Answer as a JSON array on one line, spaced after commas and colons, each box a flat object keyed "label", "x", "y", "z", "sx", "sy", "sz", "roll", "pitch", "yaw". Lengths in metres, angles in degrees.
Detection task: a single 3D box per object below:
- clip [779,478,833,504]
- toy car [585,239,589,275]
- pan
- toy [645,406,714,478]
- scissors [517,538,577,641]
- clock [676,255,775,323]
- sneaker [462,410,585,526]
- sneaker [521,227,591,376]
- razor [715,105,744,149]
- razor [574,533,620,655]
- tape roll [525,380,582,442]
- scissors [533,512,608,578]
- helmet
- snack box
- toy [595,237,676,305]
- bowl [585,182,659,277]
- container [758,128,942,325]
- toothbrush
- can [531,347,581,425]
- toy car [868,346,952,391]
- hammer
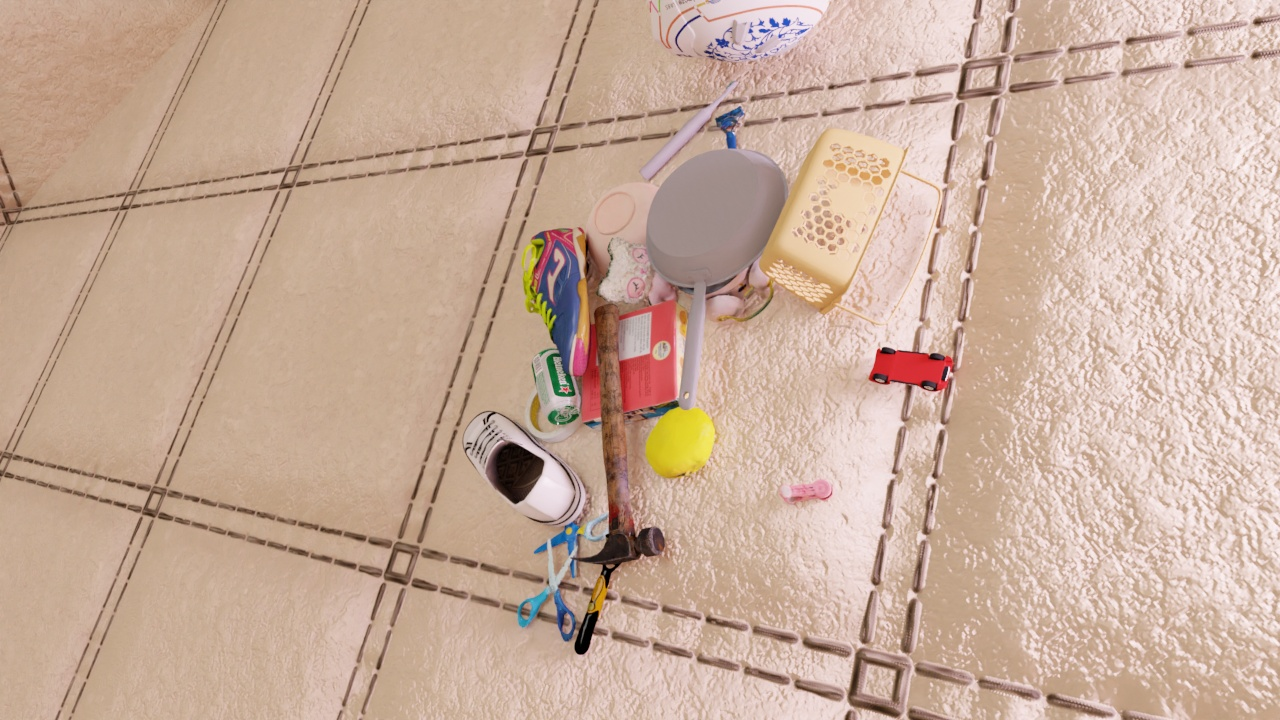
[{"label": "clip", "x": 0.177, "y": 0.141, "z": 0.997, "sx": 0.060, "sy": 0.045, "sz": 0.023, "roll": -23, "pitch": 58, "yaw": 41}, {"label": "toy car", "x": -0.093, "y": -0.139, "z": 1.325, "sx": 0.036, "sy": 0.042, "sz": 0.091, "roll": 17, "pitch": 77, "yaw": 16}, {"label": "pan", "x": 0.074, "y": -0.113, "z": 1.118, "sx": 0.201, "sy": 0.050, "sz": 0.355, "roll": -4, "pitch": 63, "yaw": 34}, {"label": "toy", "x": 0.047, "y": 0.098, "z": 1.106, "sx": 0.096, "sy": 0.041, "sz": 0.094, "roll": -27, "pitch": 49, "yaw": 22}, {"label": "scissors", "x": -0.101, "y": 0.287, "z": 1.128, "sx": 0.119, "sy": 0.014, "sz": 0.129, "roll": 33, "pitch": 93, "yaw": 39}, {"label": "clock", "x": 0.110, "y": -0.112, "z": 1.156, "sx": 0.117, "sy": 0.058, "sz": 0.158, "roll": -44, "pitch": 50, "yaw": 10}, {"label": "sneaker", "x": -0.179, "y": 0.132, "z": 1.206, "sx": 0.091, "sy": 0.097, "sz": 0.245, "roll": -54, "pitch": 44, "yaw": -1}, {"label": "sneaker", "x": -0.113, "y": -0.077, "z": 1.222, "sx": 0.091, "sy": 0.116, "sz": 0.241, "roll": -3, "pitch": 51, "yaw": -3}, {"label": "razor", "x": 0.129, "y": -0.293, "z": 1.261, "sx": 0.044, "sy": 0.018, "sz": 0.140, "roll": -21, "pitch": 57, "yaw": 25}, {"label": "razor", "x": -0.048, "y": 0.281, "z": 1.095, "sx": 0.044, "sy": 0.021, "sz": 0.144, "roll": 11, "pitch": 76, "yaw": 38}, {"label": "tape roll", "x": -0.115, "y": 0.065, "z": 1.251, "sx": 0.094, "sy": 0.019, "sz": 0.094, "roll": -16, "pitch": 59, "yaw": 28}, {"label": "scissors", "x": -0.084, "y": 0.215, "z": 1.160, "sx": 0.131, "sy": 0.013, "sz": 0.125, "roll": -24, "pitch": 54, "yaw": 27}, {"label": "helmet", "x": 0.150, "y": -0.526, "z": 1.225, "sx": 0.315, "sy": 0.230, "sz": 0.236, "roll": -10, "pitch": 94, "yaw": 36}, {"label": "snack box", "x": -0.007, "y": 0.007, "z": 1.190, "sx": 0.145, "sy": 0.040, "sz": 0.142, "roll": -15, "pitch": 60, "yaw": 28}, {"label": "toy", "x": 0.002, "y": -0.111, "z": 1.207, "sx": 0.041, "sy": 0.109, "sz": 0.095, "roll": 152, "pitch": 132, "yaw": -68}, {"label": "bowl", "x": -0.019, "y": -0.188, "z": 1.274, "sx": 0.153, "sy": 0.076, "sz": 0.152, "roll": -16, "pitch": 60, "yaw": 28}, {"label": "container", "x": 0.245, "y": -0.150, "z": 1.040, "sx": 0.167, "sy": 0.129, "sz": 0.183, "roll": 25, "pitch": 80, "yaw": 0}, {"label": "toothbrush", "x": 0.070, "y": -0.333, "z": 1.322, "sx": 0.188, "sy": 0.018, "sz": 0.019, "roll": -44, "pitch": 52, "yaw": 9}, {"label": "can", "x": -0.112, "y": 0.032, "z": 1.215, "sx": 0.053, "sy": 0.053, "sz": 0.101, "roll": -32, "pitch": 52, "yaw": 18}, {"label": "toy car", "x": 0.290, "y": 0.010, "z": 0.990, "sx": 0.090, "sy": 0.025, "sz": 0.038, "roll": 9, "pitch": 73, "yaw": 37}, {"label": "hammer", "x": -0.040, "y": 0.085, "z": 1.134, "sx": 0.120, "sy": 0.033, "sz": 0.329, "roll": -18, "pitch": 64, "yaw": 28}]
